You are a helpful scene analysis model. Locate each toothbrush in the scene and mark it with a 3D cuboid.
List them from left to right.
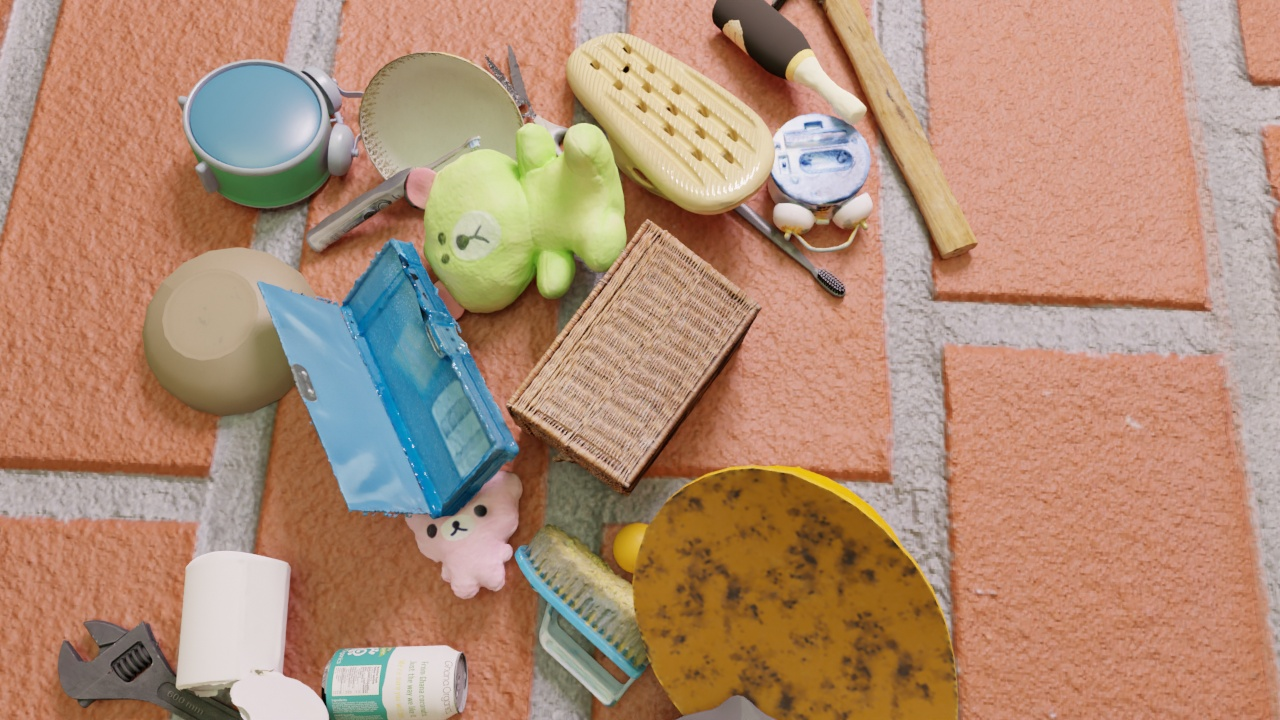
[{"bbox_3d":[-0.217,-0.150,0.807,0.186,0.022,0.024,-28,69,13],"label":"toothbrush"},{"bbox_3d":[0.118,-0.112,0.820,0.167,0.013,0.012,42,79,15],"label":"toothbrush"}]

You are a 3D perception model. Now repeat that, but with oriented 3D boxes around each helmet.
[{"bbox_3d":[0.118,0.177,0.670,0.206,0.131,0.255,-24,95,23],"label":"helmet"}]

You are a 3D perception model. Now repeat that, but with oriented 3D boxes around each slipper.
[{"bbox_3d":[0.025,-0.204,0.820,0.111,0.079,0.261,-33,57,-11],"label":"slipper"}]

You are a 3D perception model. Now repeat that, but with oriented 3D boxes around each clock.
[{"bbox_3d":[-0.323,-0.208,0.835,0.161,0.075,0.122,-16,73,-16],"label":"clock"},{"bbox_3d":[0.157,-0.155,0.810,0.089,0.052,0.125,-5,74,0],"label":"clock"}]

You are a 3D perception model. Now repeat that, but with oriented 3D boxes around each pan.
[{"bbox_3d":[0.129,0.340,0.617,0.355,0.024,0.216,0,99,17],"label":"pan"}]

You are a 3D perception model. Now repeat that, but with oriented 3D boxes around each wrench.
[{"bbox_3d":[-0.335,0.279,0.717,0.273,0.018,0.073,25,67,7],"label":"wrench"}]

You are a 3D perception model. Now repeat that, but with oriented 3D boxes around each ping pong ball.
[{"bbox_3d":[-0.002,0.150,0.732,0.040,0.040,0.040,-1,74,2],"label":"ping pong ball"}]

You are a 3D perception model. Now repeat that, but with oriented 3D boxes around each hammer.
[{"bbox_3d":[0.223,-0.244,0.845,0.132,0.033,0.330,-19,74,-5],"label":"hammer"}]

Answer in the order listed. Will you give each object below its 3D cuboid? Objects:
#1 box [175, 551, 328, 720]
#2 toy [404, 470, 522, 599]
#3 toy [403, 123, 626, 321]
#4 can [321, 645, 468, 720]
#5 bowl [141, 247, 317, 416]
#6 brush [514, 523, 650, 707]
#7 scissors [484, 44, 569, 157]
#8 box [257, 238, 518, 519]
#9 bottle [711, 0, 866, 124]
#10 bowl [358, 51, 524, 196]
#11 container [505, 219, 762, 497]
[{"bbox_3d":[-0.287,0.211,0.682,0.137,0.084,0.146,-15,66,27],"label":"box"},{"bbox_3d":[-0.135,0.142,0.731,0.099,0.053,0.095,-18,59,1],"label":"toy"},{"bbox_3d":[-0.099,-0.119,0.773,0.197,0.107,0.150,-5,102,31],"label":"toy"},{"bbox_3d":[-0.187,0.248,0.703,0.101,0.055,0.055,-2,74,1],"label":"can"},{"bbox_3d":[-0.359,-0.032,0.792,0.152,0.050,0.152,-1,74,2],"label":"bowl"},{"bbox_3d":[-0.049,0.196,0.716,0.136,0.055,0.075,40,101,12],"label":"brush"},{"bbox_3d":[-0.096,-0.222,0.859,0.150,0.012,0.164,11,74,4],"label":"scissors"},{"bbox_3d":[-0.200,0.003,0.709,0.094,0.112,0.231,-44,60,22],"label":"box"},{"bbox_3d":[0.136,-0.273,0.828,0.045,0.045,0.184,-35,63,-8],"label":"bottle"},{"bbox_3d":[-0.170,-0.211,0.816,0.145,0.145,0.063,0,36,2],"label":"bowl"},{"bbox_3d":[-0.004,0.005,0.737,0.113,0.114,0.198,36,80,6],"label":"container"}]
